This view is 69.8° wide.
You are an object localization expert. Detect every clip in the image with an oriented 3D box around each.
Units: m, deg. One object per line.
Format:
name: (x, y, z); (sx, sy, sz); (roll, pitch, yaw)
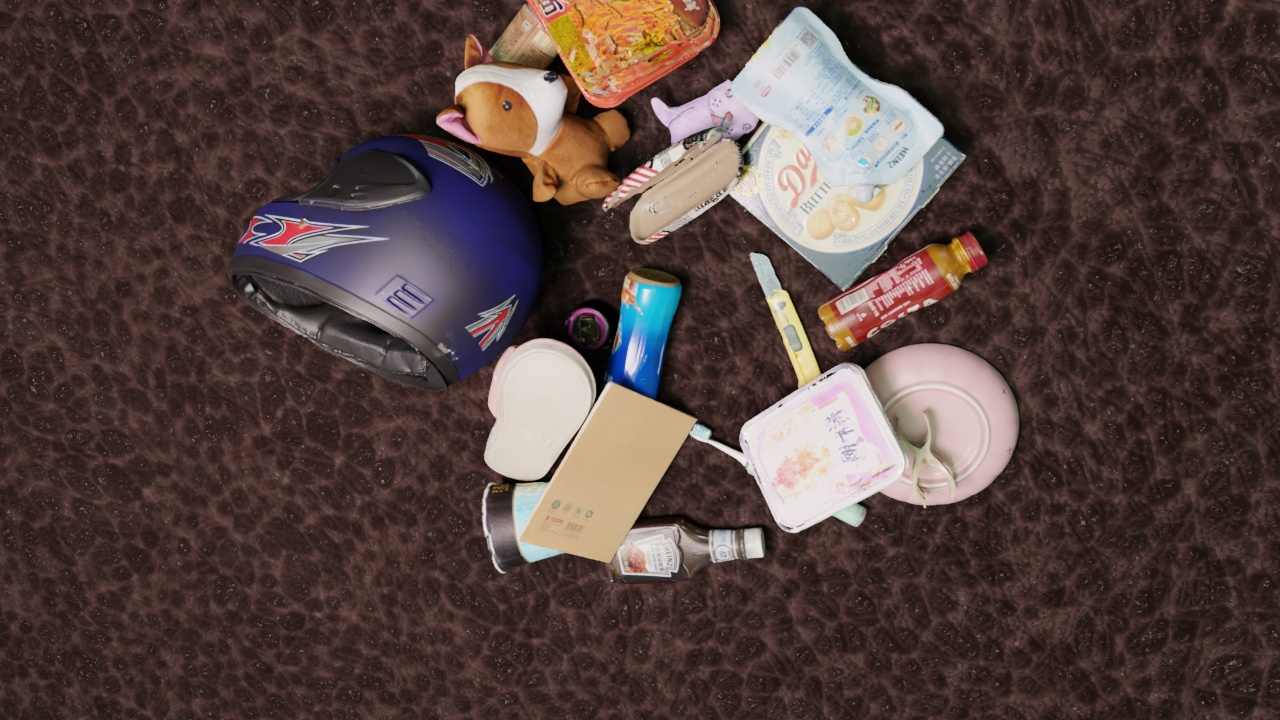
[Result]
clip: (0.296, 0.112, 0.992); (0.082, 0.034, 0.104); (-34, 92, 19)

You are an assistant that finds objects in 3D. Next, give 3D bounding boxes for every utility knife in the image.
utility knife: (0.168, -0.032, 1.031); (0.031, 0.021, 0.198); (-22, 96, 13)

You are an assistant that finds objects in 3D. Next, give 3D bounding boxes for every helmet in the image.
helmet: (-0.253, -0.120, 0.977); (0.316, 0.247, 0.239); (18, 66, 24)

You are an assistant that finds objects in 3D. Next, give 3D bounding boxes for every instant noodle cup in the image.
instant noodle cup: (0.206, 0.095, 1.005); (0.174, 0.060, 0.138); (-36, 67, 33)
instant noodle cup: (-0.027, -0.361, 0.918); (0.164, 0.079, 0.189); (-32, 97, -7)
instant noodle cup: (-0.118, 0.193, 1.119); (0.120, 0.111, 0.111); (-11, 104, 6)

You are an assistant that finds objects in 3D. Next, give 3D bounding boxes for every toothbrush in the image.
toothbrush: (0.159, 0.133, 1.074); (0.224, 0.026, 0.027); (27, 112, 4)

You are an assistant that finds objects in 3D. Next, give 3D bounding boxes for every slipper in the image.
slipper: (-0.119, 0.054, 1.052); (0.114, 0.054, 0.275); (17, 141, -6)

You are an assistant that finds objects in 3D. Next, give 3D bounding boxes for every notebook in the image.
notebook: (-0.035, 0.134, 1.052); (0.147, 0.008, 0.208); (24, 99, -42)

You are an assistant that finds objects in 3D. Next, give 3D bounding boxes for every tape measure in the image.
tape measure: (-0.056, -0.039, 1.062); (0.057, 0.039, 0.058); (-5, 105, 14)

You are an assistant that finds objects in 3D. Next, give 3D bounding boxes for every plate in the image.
plate: (0.319, 0.078, 1.015); (0.192, 0.039, 0.192); (3, 107, 11)

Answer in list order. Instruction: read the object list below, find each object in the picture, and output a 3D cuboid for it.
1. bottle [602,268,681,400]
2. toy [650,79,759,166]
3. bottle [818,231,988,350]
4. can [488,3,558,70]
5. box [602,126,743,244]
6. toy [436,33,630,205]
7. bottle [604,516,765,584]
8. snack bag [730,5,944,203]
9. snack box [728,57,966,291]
bottle: (-0.006, 0.006, 1.051); (0.065, 0.065, 0.219); (15, 109, 7)
toy: (0.072, -0.256, 0.966); (0.108, 0.038, 0.084); (-17, 121, 17)
bottle: (0.277, -0.075, 0.968); (0.175, 0.057, 0.057); (-30, 98, 19)
can: (-0.133, -0.319, 0.984); (0.058, 0.058, 0.116); (43, 110, -3)
box: (0.040, -0.179, 0.968); (0.163, 0.076, 0.087); (-30, 98, 38)
toy: (-0.105, -0.241, 0.938); (0.199, 0.139, 0.131); (28, 142, -26)
bottle: (0.053, 0.229, 1.118); (0.195, 0.044, 0.080); (-7, 102, 13)
snack bag: (0.191, -0.246, 0.899); (0.191, 0.038, 0.110); (40, 104, -3)
snack box: (0.204, -0.198, 0.954); (0.182, 0.045, 0.178); (39, 110, -2)
